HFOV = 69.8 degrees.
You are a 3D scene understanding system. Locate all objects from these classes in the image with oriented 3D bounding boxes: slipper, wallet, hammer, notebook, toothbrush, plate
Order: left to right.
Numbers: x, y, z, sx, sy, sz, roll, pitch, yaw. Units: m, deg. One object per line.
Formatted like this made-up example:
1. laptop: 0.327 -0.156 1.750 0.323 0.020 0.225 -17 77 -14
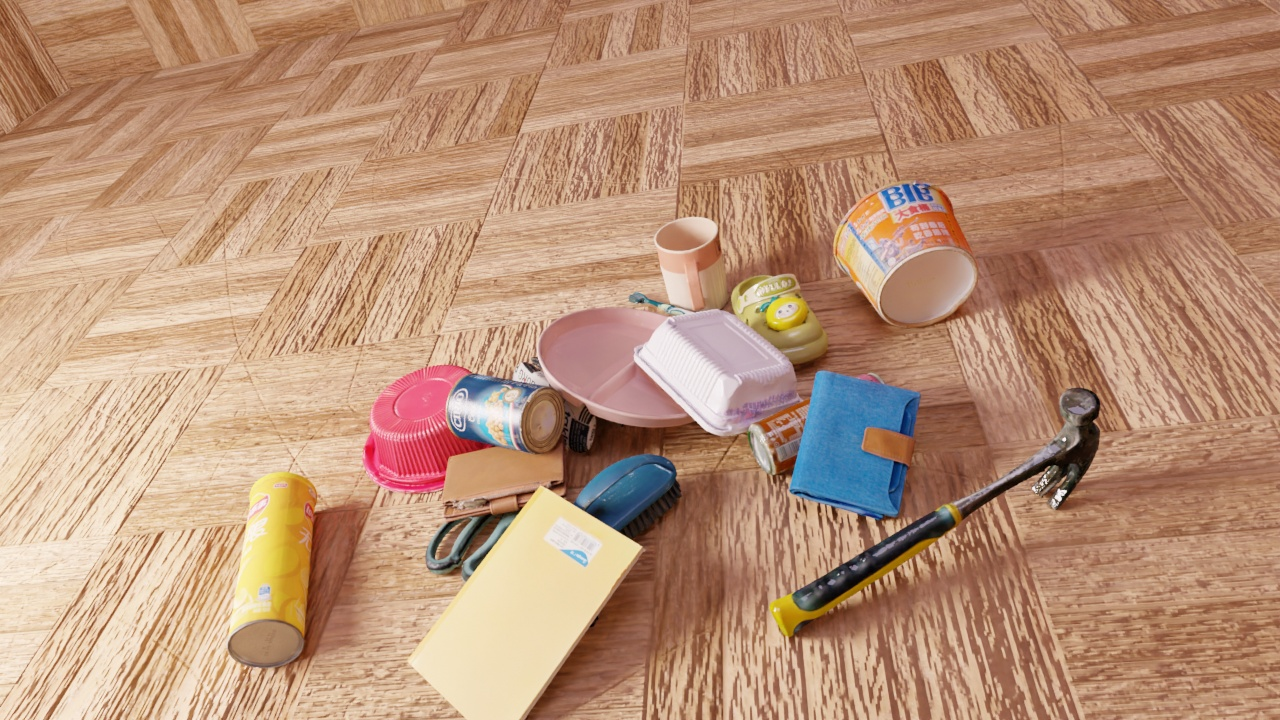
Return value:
1. wallet: -0.143 0.125 0.983 0.132 0.031 0.107 -12 28 0
2. notebook: -0.107 0.224 0.834 0.146 0.010 0.206 23 69 40
3. plate: -0.006 0.006 1.059 0.229 0.028 0.229 8 33 -5
4. toothbrush: 0.039 -0.063 1.180 0.018 0.016 0.192 -15 23 -29
5. slipper: 0.158 -0.065 1.111 0.091 0.082 0.190 -19 34 -1
6. wallet: 0.210 0.080 0.890 0.106 0.040 0.132 14 67 10
7. hammer: 0.257 0.145 0.796 0.323 0.126 0.032 -30 45 -3

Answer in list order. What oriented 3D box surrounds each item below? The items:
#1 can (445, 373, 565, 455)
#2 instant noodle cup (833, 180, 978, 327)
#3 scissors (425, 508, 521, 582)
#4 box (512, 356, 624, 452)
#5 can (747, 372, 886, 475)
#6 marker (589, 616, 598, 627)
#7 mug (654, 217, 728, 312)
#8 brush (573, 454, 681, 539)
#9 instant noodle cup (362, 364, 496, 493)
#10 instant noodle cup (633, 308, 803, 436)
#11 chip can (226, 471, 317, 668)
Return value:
1. can: -0.145 0.057 0.997 0.111 0.075 0.075 8 42 34
2. instant noodle cup: 0.316 -0.118 1.075 0.151 0.151 0.111 -14 45 1
3. scissors: -0.135 0.169 0.959 0.184 0.019 0.130 -38 41 -26
4. box: -0.081 0.042 1.080 0.087 0.076 0.163 -12 28 -35
5. can: 0.187 0.065 0.948 0.147 0.058 0.058 -23 37 -10
6. marker: -0.073 0.212 0.886 0.018 0.015 0.124 -30 40 -14
7. mug: 0.069 -0.110 1.177 0.082 0.106 0.114 -11 37 5
8. brush: -0.023 0.140 0.912 0.143 0.073 0.055 -36 36 -24
9. instant noodle cup: -0.248 0.068 1.094 0.194 0.066 0.193 -9 36 7
10. instant noodle cup: 0.091 0.003 1.014 0.137 0.060 0.173 -12 40 -33
11. chip can: -0.378 0.211 0.950 0.072 0.072 0.213 -17 37 -3
